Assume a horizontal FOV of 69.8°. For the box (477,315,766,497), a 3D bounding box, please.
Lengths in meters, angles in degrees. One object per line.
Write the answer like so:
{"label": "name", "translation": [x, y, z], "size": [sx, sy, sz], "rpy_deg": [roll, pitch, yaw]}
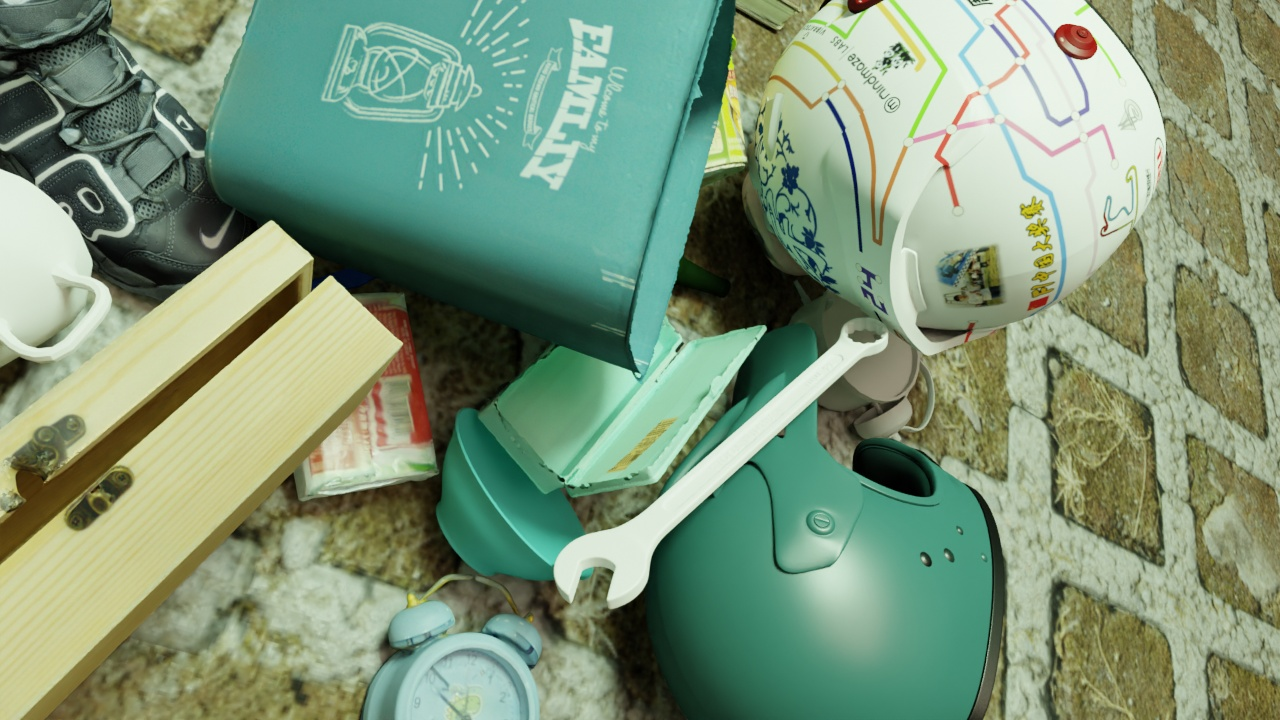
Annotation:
{"label": "box", "translation": [-0.005, 0.005, 0.584], "size": [0.186, 0.113, 0.078], "rpy_deg": [-47, 122, -48]}

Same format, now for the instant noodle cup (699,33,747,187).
{"label": "instant noodle cup", "translation": [0.008, -0.166, 0.648], "size": [0.145, 0.146, 0.098], "rpy_deg": [-21, 96, -37]}

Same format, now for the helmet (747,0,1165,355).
{"label": "helmet", "translation": [0.196, -0.155, 0.649], "size": [0.314, 0.236, 0.231], "rpy_deg": [-105, 171, -46]}

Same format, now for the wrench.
{"label": "wrench", "translation": [0.059, 0.049, 0.529], "size": [0.272, 0.047, 0.009], "rpy_deg": [-37, 137, -29]}

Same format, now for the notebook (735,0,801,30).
{"label": "notebook", "translation": [0.056, -0.425, 0.837], "size": [0.215, 0.035, 0.189], "rpy_deg": [17, 64, -29]}

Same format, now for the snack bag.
{"label": "snack bag", "translation": [-0.164, 0.018, 0.525], "size": [0.076, 0.036, 0.116], "rpy_deg": [-6, 77, -34]}

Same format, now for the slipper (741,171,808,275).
{"label": "slipper", "translation": [0.169, -0.144, 0.797], "size": [0.221, 0.056, 0.107], "rpy_deg": [-25, 86, -38]}

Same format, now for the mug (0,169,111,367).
{"label": "mug", "translation": [-0.289, -0.039, 0.417], "size": [0.124, 0.090, 0.076], "rpy_deg": [26, 62, 18]}

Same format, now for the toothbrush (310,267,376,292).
{"label": "toothbrush", "translation": [-0.193, -0.043, 0.548], "size": [0.186, 0.011, 0.016], "rpy_deg": [-23, 87, -34]}

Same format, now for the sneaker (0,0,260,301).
{"label": "sneaker", "translation": [-0.274, -0.145, 0.440], "size": [0.252, 0.151, 0.097], "rpy_deg": [44, 54, -14]}

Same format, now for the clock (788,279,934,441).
{"label": "clock", "translation": [0.189, -0.001, 0.755], "size": [0.159, 0.061, 0.119], "rpy_deg": [32, 58, -19]}

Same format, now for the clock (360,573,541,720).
{"label": "clock", "translation": [-0.099, 0.180, 0.501], "size": [0.088, 0.052, 0.124], "rpy_deg": [19, 59, -27]}

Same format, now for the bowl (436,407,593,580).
{"label": "bowl", "translation": [-0.083, 0.089, 0.532], "size": [0.046, 0.121, 0.121], "rpy_deg": [-38, 98, 6]}

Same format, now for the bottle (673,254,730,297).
{"label": "bottle", "translation": [0.014, -0.072, 0.681], "size": [0.122, 0.033, 0.033], "rpy_deg": [18, 64, -28]}

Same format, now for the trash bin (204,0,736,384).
{"label": "trash bin", "translation": [-0.078, -0.113, 0.491], "size": [0.219, 0.199, 0.196], "rpy_deg": [15, 83, 5]}

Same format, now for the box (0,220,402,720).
{"label": "box", "translation": [-0.225, 0.063, 0.389], "size": [0.092, 0.128, 0.248], "rpy_deg": [46, 62, -10]}

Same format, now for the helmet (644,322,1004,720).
{"label": "helmet", "translation": [0.103, 0.119, 0.583], "size": [0.200, 0.177, 0.273], "rpy_deg": [28, 49, -7]}
